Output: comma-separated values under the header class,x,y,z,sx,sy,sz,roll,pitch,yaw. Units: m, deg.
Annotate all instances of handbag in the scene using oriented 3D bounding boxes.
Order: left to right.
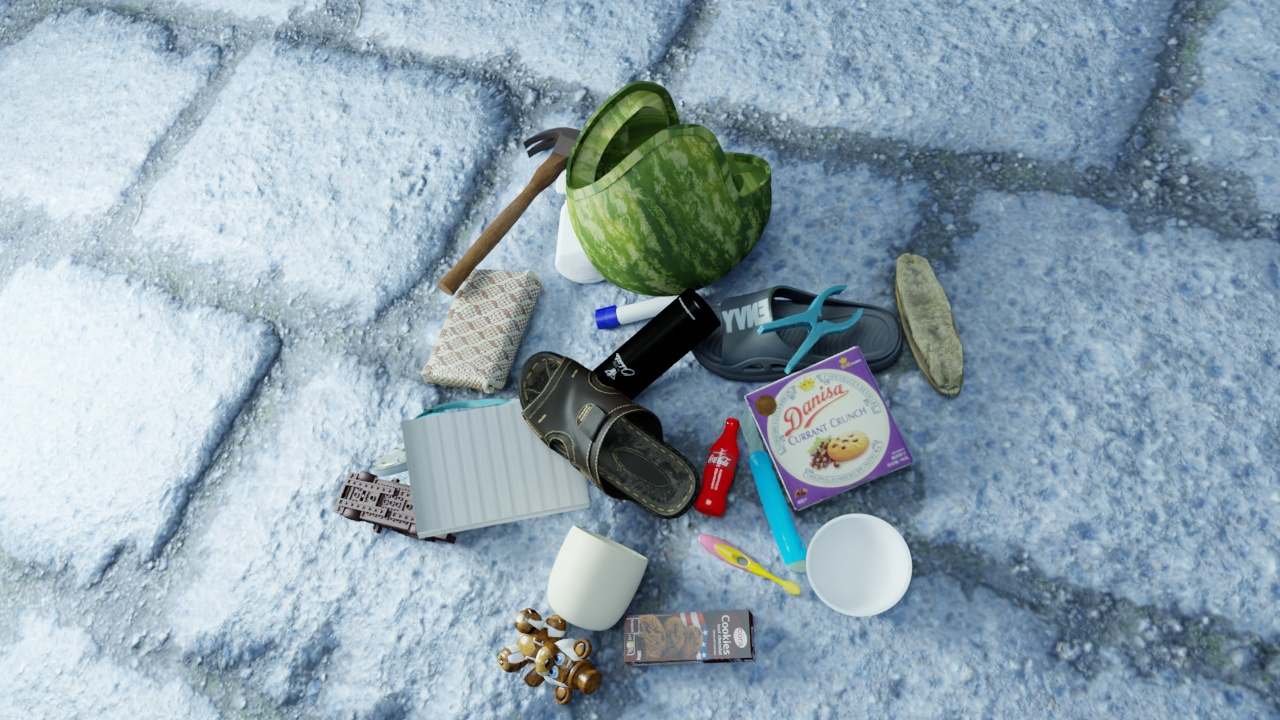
class,x,y,z,sx,sy,sz,roll,pitch,yaw
handbag,-0.215,-0.042,1.263,0.124,0.047,0.185,7,65,26

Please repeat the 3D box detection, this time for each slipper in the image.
class,x,y,z,sx,sy,sz,roll,pitch,yaw
slipper,-0.221,0.070,1.181,0.268,0.098,0.055,-22,105,-5
slipper,-0.045,0.086,1.082,0.268,0.076,0.113,39,89,14
slipper,0.182,-0.035,1.120,0.268,0.083,0.110,2,68,16

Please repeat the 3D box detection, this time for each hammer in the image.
class,x,y,z,sx,sy,sz,roll,pitch,yaw
hammer,-0.181,-0.219,1.323,0.115,0.033,0.322,26,67,25

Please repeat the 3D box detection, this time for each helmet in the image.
class,x,y,z,sx,sy,sz,roll,pitch,yaw
helmet,0.034,-0.196,1.152,0.243,0.247,0.213,-47,36,12

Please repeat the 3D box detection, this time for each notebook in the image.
class,x,y,z,sx,sy,sz,roll,pitch,yaw
notebook,-0.176,0.127,1.123,0.209,0.009,0.142,-9,83,-10

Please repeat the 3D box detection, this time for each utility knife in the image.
class,x,y,z,sx,sy,sz,roll,pitch,yaw
utility knife,0.153,0.150,1.068,0.031,0.015,0.205,-20,69,8

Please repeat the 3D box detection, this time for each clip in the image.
class,x,y,z,sx,sy,sz,roll,pitch,yaw
clip,0.195,-0.055,1.079,0.127,0.028,0.113,-22,83,-9

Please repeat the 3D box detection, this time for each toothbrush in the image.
class,x,y,z,sx,sy,sz,roll,pitch,yaw
toothbrush,0.124,0.233,1.047,0.135,0.016,0.021,25,76,28

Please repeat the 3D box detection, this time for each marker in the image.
class,x,y,z,sx,sy,sz,roll,pitch,yaw
marker,0.006,-0.069,1.221,0.133,0.023,0.027,-13,64,10

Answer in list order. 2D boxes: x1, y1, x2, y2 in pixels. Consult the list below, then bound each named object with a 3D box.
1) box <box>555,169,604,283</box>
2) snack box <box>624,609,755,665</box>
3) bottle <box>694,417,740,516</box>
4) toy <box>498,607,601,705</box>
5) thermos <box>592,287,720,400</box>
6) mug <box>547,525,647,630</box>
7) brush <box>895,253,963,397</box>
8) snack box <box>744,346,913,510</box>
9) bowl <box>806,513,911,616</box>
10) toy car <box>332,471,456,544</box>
class,x,y,z,sx,sy,sz,roll,pitch,yaw
box,-0.075,-0.194,1.268,0.083,0.092,0.165,-11,60,24
snack box,0.054,0.309,1.021,0.141,0.032,0.051,-7,64,14
bottle,0.096,0.125,1.093,0.036,0.036,0.118,10,68,21
toy,-0.097,0.336,1.036,0.113,0.067,0.087,22,88,38
thermos,-0.007,0.007,1.147,0.232,0.061,0.061,-41,59,15
mug,-0.060,0.252,1.053,0.120,0.096,0.099,9,73,64
brush,0.344,-0.046,1.096,0.059,0.043,0.195,-14,61,11
snack box,0.214,0.079,1.057,0.143,0.040,0.148,-24,77,5
bowl,0.238,0.226,0.999,0.110,0.040,0.109,-7,64,14
toy car,-0.300,0.189,1.168,0.170,0.062,0.070,8,68,21
